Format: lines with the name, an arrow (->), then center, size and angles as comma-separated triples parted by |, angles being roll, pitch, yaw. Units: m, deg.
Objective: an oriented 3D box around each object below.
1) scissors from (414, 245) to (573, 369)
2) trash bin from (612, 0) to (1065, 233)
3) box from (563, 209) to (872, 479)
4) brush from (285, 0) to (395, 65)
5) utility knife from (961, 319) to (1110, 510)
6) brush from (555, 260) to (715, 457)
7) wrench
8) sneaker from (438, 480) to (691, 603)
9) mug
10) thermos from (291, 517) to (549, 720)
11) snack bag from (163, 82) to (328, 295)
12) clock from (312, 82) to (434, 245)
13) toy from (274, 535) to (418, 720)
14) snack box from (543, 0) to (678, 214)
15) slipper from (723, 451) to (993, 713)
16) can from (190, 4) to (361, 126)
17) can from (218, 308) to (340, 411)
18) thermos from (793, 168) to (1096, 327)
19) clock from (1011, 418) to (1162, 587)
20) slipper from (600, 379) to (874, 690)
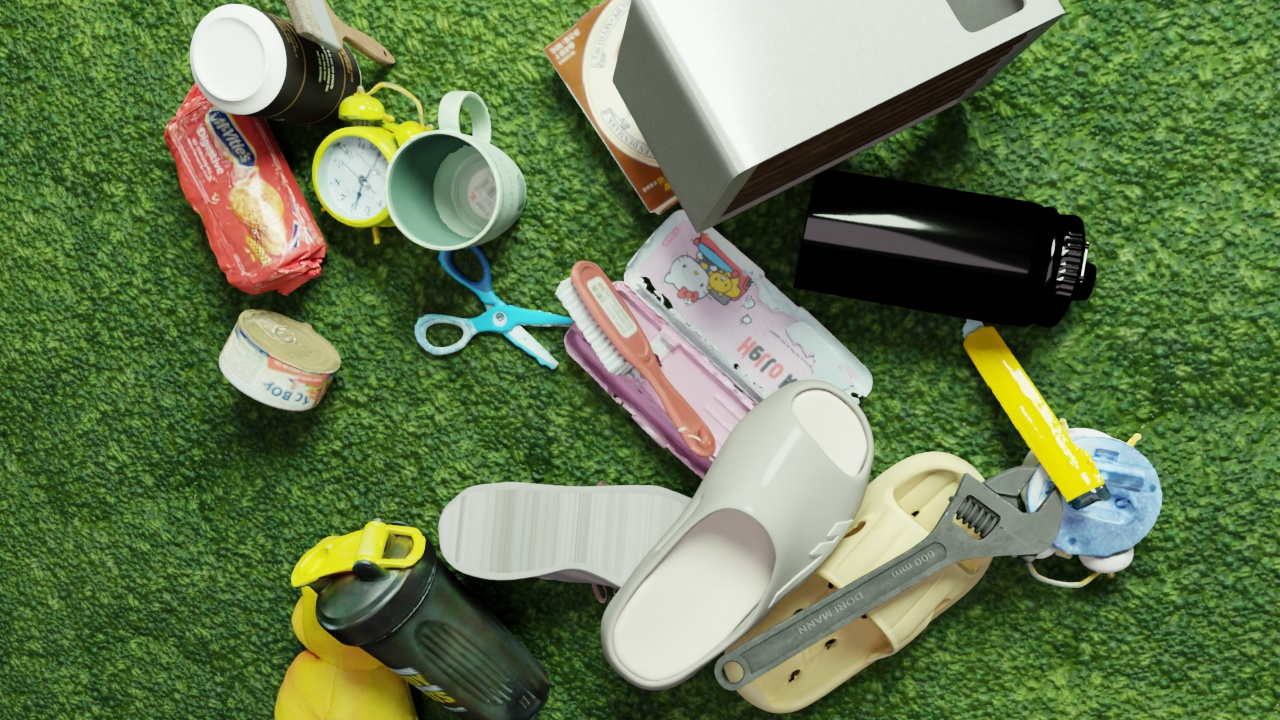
scissors -> -0.116, -0.047, 0.737 | 0.140, 0.013, 0.118 | 4, 99, 12
trash bin -> 0.115, -0.192, 0.568 | 0.228, 0.114, 0.114 | -28, 86, -11
box -> 0.057, 0.000, 0.703 | 0.201, 0.037, 0.153 | 43, 102, 0
brush -> -0.209, -0.231, 0.651 | 0.008, 0.143, 0.045 | -21, 87, 11
utility knife -> 0.274, 0.032, 0.647 | 0.030, 0.017, 0.159 | -31, 68, 12
brush -> -0.004, 0.004, 0.677 | 0.030, 0.040, 0.172 | -36, 88, 34
wrench -> 0.172, 0.157, 0.645 | 0.273, 0.018, 0.073 | -32, 77, 3
sneaker -> -0.043, 0.141, 0.731 | 0.236, 0.089, 0.099 | 10, 84, -13
mug -> -0.127, -0.140, 0.674 | 0.084, 0.104, 0.111 | 3, 101, 10
thermos -> -0.158, 0.210, 0.712 | 0.098, 0.098, 0.221 | -28, 122, 13
snack bag -> -0.313, -0.134, 0.723 | 0.082, 0.082, 0.176 | -25, 94, 13
clock -> -0.202, -0.155, 0.708 | 0.083, 0.057, 0.119 | 30, 110, 6
toy -> -0.239, 0.251, 0.776 | 0.134, 0.087, 0.194 | 13, 102, 4
snack box -> 0.029, -0.206, 0.666 | 0.143, 0.041, 0.147 | -33, 93, 13
slipper -> 0.168, 0.186, 0.697 | 0.111, 0.079, 0.262 | 43, 105, -3
can -> -0.262, -0.212, 0.672 | 0.072, 0.128, 0.072 | 2, 100, 10
can -> -0.289, -0.001, 0.738 | 0.086, 0.086, 0.043 | 35, 104, 2
thermos -> 0.213, -0.075, 0.635 | 0.199, 0.086, 0.086 | 11, 102, 8
clock -> 0.319, 0.108, 0.667 | 0.089, 0.052, 0.125 | 13, 102, 7
slipper -> 0.071, 0.133, 0.649 | 0.113, 0.080, 0.266 | 42, 93, -1
